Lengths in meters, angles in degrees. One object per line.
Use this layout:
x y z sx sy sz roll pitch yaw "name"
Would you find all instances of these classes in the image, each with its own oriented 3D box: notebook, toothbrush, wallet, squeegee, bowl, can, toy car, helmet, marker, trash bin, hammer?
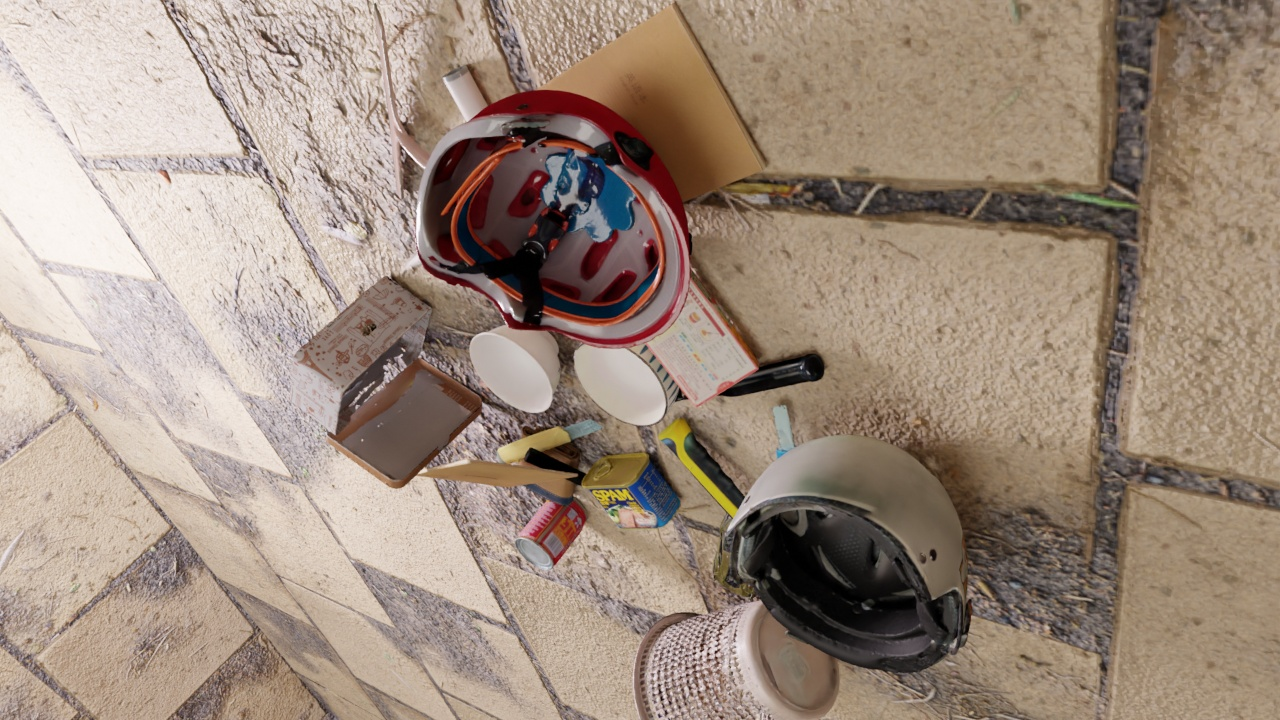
-0.194 0.148 1.190 0.147 0.008 0.208 12 163 -30 "notebook"
-0.130 -0.186 0.914 0.026 0.026 0.221 -25 117 7 "toothbrush"
-0.127 0.143 1.251 0.090 0.033 0.115 27 141 13 "wallet"
-0.177 -0.184 0.910 0.249 0.040 0.248 36 148 15 "squeegee"
-0.006 0.006 0.971 0.116 0.066 0.117 23 139 21 "bowl"
0.097 0.024 0.937 0.213 0.026 0.027 -15 83 49 "toothbrush"
-0.124 0.240 1.294 0.066 0.093 0.067 24 141 21 "can"
0.124 0.235 1.119 0.070 0.042 0.158 24 138 20 "toy car"
0.209 0.169 0.881 0.230 0.156 0.274 11 146 31 "helmet"
-0.010 0.166 1.151 0.102 0.057 0.083 -11 122 47 "can"
-0.006 -0.200 0.805 0.212 0.012 0.149 -12 118 47 "notebook"
-0.090 0.148 1.197 0.132 0.020 0.022 27 127 -16 "marker"
0.134 0.401 1.161 0.227 0.226 0.193 44 131 -5 "trash bin"
-0.058 -0.131 0.794 0.240 0.143 0.208 31 129 -7 "helmet"
-0.134 -0.004 1.075 0.118 0.064 0.118 23 141 20 "bowl"
0.135 0.198 1.039 0.323 0.031 0.126 49 133 1 "hammer"

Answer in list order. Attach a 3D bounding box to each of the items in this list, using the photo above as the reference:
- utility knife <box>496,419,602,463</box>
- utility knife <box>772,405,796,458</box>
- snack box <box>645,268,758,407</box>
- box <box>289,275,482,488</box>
-0.124 0.106 1.181 0.207 0.021 0.031 -19 116 45 "utility knife"
0.164 0.121 0.982 0.034 0.018 0.205 14 138 34 "utility knife"
0.040 -0.035 0.891 0.077 0.027 0.156 -33 106 17 "snack box"
-0.316 0.036 1.178 0.193 0.182 0.157 36 144 4 "box"
